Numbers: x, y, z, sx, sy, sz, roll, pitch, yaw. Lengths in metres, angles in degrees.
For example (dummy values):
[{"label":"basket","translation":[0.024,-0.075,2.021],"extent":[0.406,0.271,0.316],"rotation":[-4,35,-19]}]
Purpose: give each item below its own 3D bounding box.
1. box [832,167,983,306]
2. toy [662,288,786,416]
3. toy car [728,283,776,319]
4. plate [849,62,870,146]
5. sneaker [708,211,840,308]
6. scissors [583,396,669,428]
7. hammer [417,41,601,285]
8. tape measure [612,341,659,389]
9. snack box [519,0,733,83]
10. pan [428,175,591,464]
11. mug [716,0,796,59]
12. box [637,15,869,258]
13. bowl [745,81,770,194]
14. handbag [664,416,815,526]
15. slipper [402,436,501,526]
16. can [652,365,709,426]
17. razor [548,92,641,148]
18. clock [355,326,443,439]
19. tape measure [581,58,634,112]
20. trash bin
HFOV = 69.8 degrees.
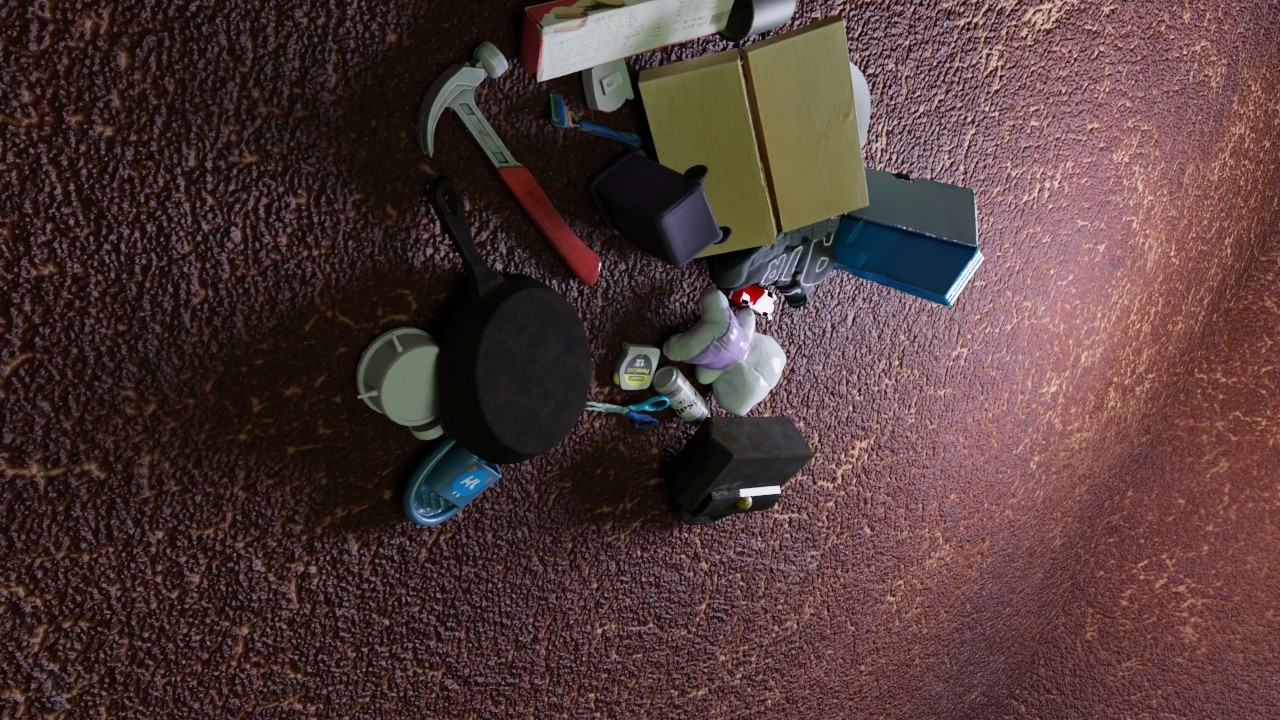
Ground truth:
[{"label":"box","translation":[0.380,-0.185,1.329],"extent":[0.075,0.244,0.167],"rotation":[1,108,-37]},{"label":"toy","translation":[0.134,-0.008,1.318],"extent":[0.137,0.085,0.209],"rotation":[-54,134,-4]},{"label":"toy car","translation":[0.167,-0.091,1.348],"extent":[0.089,0.025,0.038],"rotation":[24,77,-47]},{"label":"plate","translation":[0.264,-0.341,1.314],"extent":[0.172,0.019,0.173],"rotation":[-17,120,-33]},{"label":"sneaker","translation":[0.193,-0.130,1.299],"extent":[0.251,0.097,0.151],"rotation":[-33,123,-31]},{"label":"scissors","translation":[-0.024,0.073,1.270],"extent":[0.134,0.016,0.073],"rotation":[3,136,-31]},{"label":"hammer","translation":[-0.134,-0.195,1.052],"extent":[0.126,0.036,0.316],"rotation":[-45,132,-10]},{"label":"tape measure","translation":[-0.007,0.007,1.259],"extent":[0.064,0.017,0.065],"rotation":[4,108,-40]},{"label":"snack box","translation":[-0.010,-0.384,1.034],"extent":[0.272,0.044,0.077],"rotation":[-26,156,-27]},{"label":"pan","translation":[-0.154,-0.043,1.054],"extent":[0.247,0.043,0.356],"rotation":[-44,126,-41]},{"label":"mug","translation":[0.138,-0.429,1.126],"extent":[0.081,0.085,0.111],"rotation":[-28,125,-29]},{"label":"box","translation":[0.147,-0.269,1.145],"extent":[0.257,0.076,0.247],"rotation":[-17,126,2]},{"label":"bowl","translation":[0.165,-0.281,1.215],"extent":[0.174,0.068,0.174],"rotation":[-14,120,-26]},{"label":"handbag","translation":[0.133,0.185,1.387],"extent":[0.197,0.102,0.200],"rotation":[2,135,-39]},{"label":"slipper","translation":[-0.198,0.122,1.123],"extent":[0.213,0.059,0.104],"rotation":[-47,146,-12]},{"label":"can","translation":[0.059,0.052,1.315],"extent":[0.044,0.044,0.106],"rotation":[-50,132,-9]},{"label":"razor","translation":[-0.053,-0.275,1.087],"extent":[0.140,0.018,0.043],"rotation":[9,68,-43]},{"label":"clock","translation":[-0.249,0.026,1.048],"extent":[0.159,0.061,0.120],"rotation":[30,89,-48]},{"label":"tape measure","translation":[-0.038,-0.323,1.070],"extent":[0.062,0.020,0.060],"rotation":[-40,131,-30]},{"label":"trash bin","translation":[0.019,-0.185,1.090],"extent":[0.092,0.161,0.094],"rotation":[-38,130,-12]}]
